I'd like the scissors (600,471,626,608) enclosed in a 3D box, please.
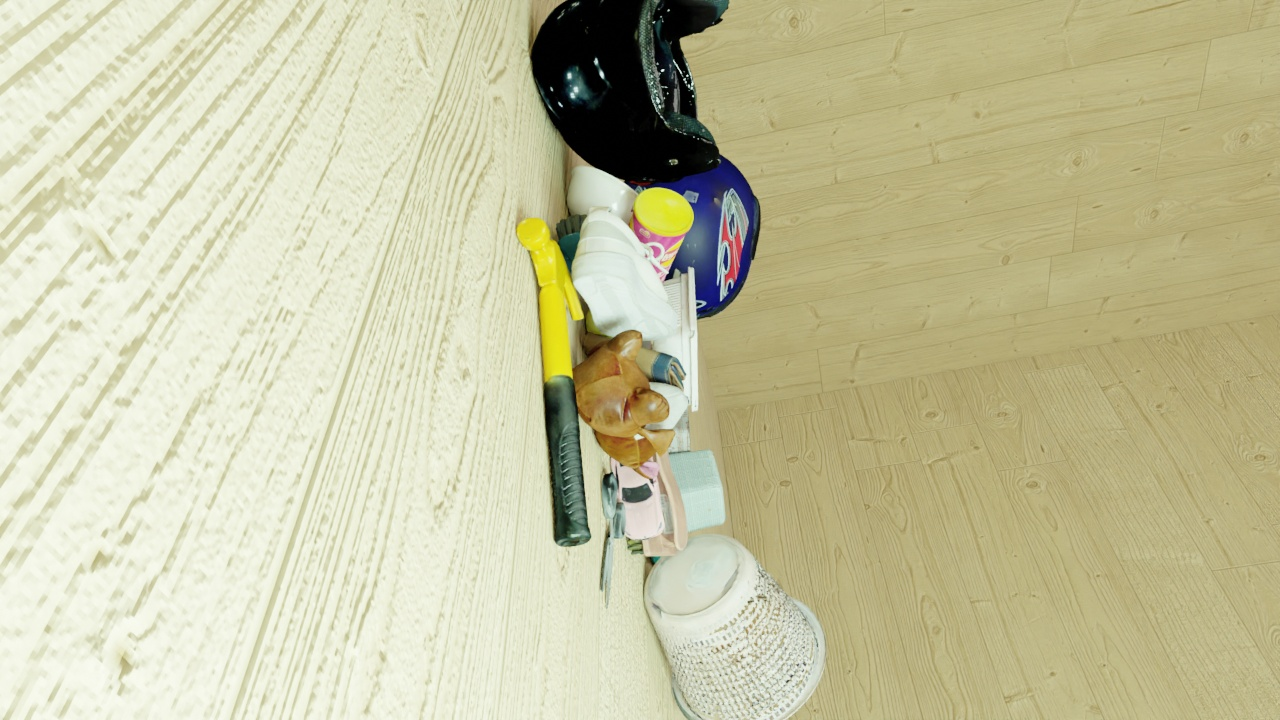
[{"bbox_3d":[-0.030,0.202,1.017,0.156,0.014,0.168,58,23,-68],"label":"scissors"}]

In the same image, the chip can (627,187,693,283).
[{"bbox_3d":[0.001,-0.116,1.140,0.211,0.071,0.071,115,-26,-53],"label":"chip can"}]

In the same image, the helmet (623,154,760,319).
[{"bbox_3d":[0.073,-0.188,1.513,0.239,0.247,0.316,-76,166,-63],"label":"helmet"}]

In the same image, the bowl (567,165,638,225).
[{"bbox_3d":[-0.050,-0.181,1.147,0.064,0.118,0.118,-60,161,-12],"label":"bowl"}]

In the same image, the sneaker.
[{"bbox_3d":[-0.017,-0.091,1.007,0.242,0.089,0.090,50,38,-67],"label":"sneaker"}]

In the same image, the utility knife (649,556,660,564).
[{"bbox_3d":[0.024,0.291,1.330,0.151,0.013,0.029,72,13,-60],"label":"utility knife"}]

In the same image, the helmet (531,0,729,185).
[{"bbox_3d":[-0.005,-0.339,1.137,0.275,0.230,0.233,52,43,-73],"label":"helmet"}]

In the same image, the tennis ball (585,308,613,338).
[{"bbox_3d":[-0.035,-0.047,1.130,0.065,0.065,0.065,-9,89,-83],"label":"tennis ball"}]

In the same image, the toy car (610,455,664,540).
[{"bbox_3d":[-0.004,0.156,1.112,0.037,0.056,0.122,56,22,-71],"label":"toy car"}]

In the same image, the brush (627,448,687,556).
[{"bbox_3d":[0.017,0.172,1.152,0.063,0.073,0.145,14,62,-51],"label":"brush"}]

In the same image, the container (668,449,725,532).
[{"bbox_3d":[0.054,0.182,1.254,0.090,0.111,0.090,-102,-177,-51],"label":"container"}]

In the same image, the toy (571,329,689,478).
[{"bbox_3d":[-0.008,0.051,1.025,0.200,0.130,0.140,85,-12,-60],"label":"toy"}]

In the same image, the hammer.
[{"bbox_3d":[-0.075,0.022,0.849,0.129,0.033,0.300,63,18,-63],"label":"hammer"}]

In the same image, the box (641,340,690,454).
[{"bbox_3d":[0.012,0.045,1.309,0.178,0.105,0.261,-91,174,-51],"label":"box"}]

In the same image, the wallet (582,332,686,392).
[{"bbox_3d":[-0.006,0.006,1.093,0.090,0.115,0.033,64,45,-61],"label":"wallet"}]

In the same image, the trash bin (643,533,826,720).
[{"bbox_3d":[0.109,0.346,1.218,0.227,0.228,0.192,-90,155,-56],"label":"trash bin"}]

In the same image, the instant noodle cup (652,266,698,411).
[{"bbox_3d":[0.047,-0.029,1.232,0.173,0.060,0.138,-86,174,-52],"label":"instant noodle cup"}]

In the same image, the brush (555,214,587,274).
[{"bbox_3d":[-0.060,-0.112,1.064,0.144,0.055,0.073,58,22,-73],"label":"brush"}]
